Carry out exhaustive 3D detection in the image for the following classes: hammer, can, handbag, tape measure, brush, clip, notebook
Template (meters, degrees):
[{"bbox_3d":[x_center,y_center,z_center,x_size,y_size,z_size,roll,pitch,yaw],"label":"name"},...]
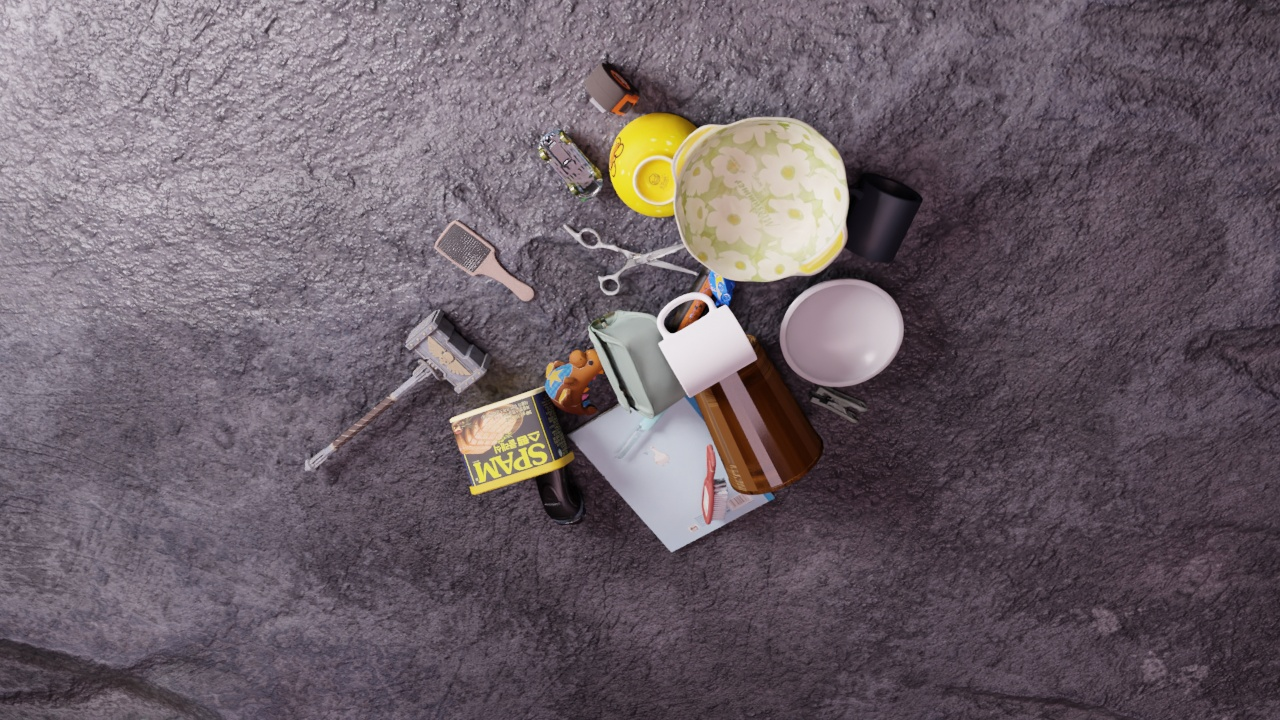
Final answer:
[{"bbox_3d":[0.109,-0.117,1.110,0.137,0.034,0.315,24,119,-10],"label":"hammer"},{"bbox_3d":[-0.170,0.104,1.210,0.135,0.075,0.104,-18,91,13],"label":"can"},{"bbox_3d":[-0.007,0.007,1.146,0.067,0.106,0.122,-35,117,-24],"label":"handbag"},{"bbox_3d":[-0.033,-0.292,1.002,0.058,0.058,0.038,41,114,-16],"label":"tape measure"},{"bbox_3d":[-0.189,-0.116,1.135,0.135,0.015,0.050,37,116,-17],"label":"brush"},{"bbox_3d":[0.261,0.055,1.208,0.076,0.023,0.042,26,119,-10],"label":"clip"},{"bbox_3d":[0.046,0.148,1.279,0.181,0.009,0.253,-31,114,19],"label":"notebook"},{"bbox_3d":[0.102,0.166,1.231,0.030,0.041,0.173,-9,141,-5],"label":"brush"},{"bbox_3d":[-0.347,0.063,1.229,0.323,0.044,0.098,-37,112,21],"label":"hammer"}]

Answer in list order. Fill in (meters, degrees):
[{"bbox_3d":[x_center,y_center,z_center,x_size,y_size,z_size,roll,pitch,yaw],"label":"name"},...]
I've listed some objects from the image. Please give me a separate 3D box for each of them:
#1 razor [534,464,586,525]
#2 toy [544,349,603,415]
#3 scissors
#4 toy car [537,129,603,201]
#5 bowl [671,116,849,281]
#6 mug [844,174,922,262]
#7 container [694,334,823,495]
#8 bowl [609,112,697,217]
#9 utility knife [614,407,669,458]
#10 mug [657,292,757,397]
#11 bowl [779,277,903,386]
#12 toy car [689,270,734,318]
[{"bbox_3d":[-0.115,0.163,1.277,0.053,0.063,0.140,-7,107,25],"label":"razor"},{"bbox_3d":[-0.073,0.031,1.204,0.090,0.070,0.103,-43,133,10],"label":"toy"},{"bbox_3d":[-0.013,-0.132,1.103,0.158,0.014,0.142,43,128,-14],"label":"scissors"},{"bbox_3d":[-0.079,-0.226,1.058,0.039,0.027,0.090,-36,112,18],"label":"toy car"},{"bbox_3d":[0.130,-0.183,1.010,0.219,0.060,0.189,34,116,-19],"label":"bowl"},{"bbox_3d":[0.257,-0.165,1.046,0.105,0.071,0.078,8,121,-19],"label":"mug"},{"bbox_3d":[0.138,0.064,1.165,0.132,0.132,0.167,-24,110,15],"label":"container"},{"bbox_3d":[0.022,-0.214,1.037,0.117,0.067,0.117,1,120,2],"label":"bowl"},{"bbox_3d":[0.015,0.077,1.224,0.022,0.015,0.166,32,114,-13],"label":"utility knife"},{"bbox_3d":[0.069,-0.026,1.072,0.090,0.074,0.110,-30,77,3],"label":"mug"},{"bbox_3d":[0.247,-0.041,1.140,0.149,0.043,0.150,1,120,2],"label":"bowl"},{"bbox_3d":[0.078,-0.091,1.093,0.062,0.033,0.092,-5,126,20],"label":"toy car"}]
